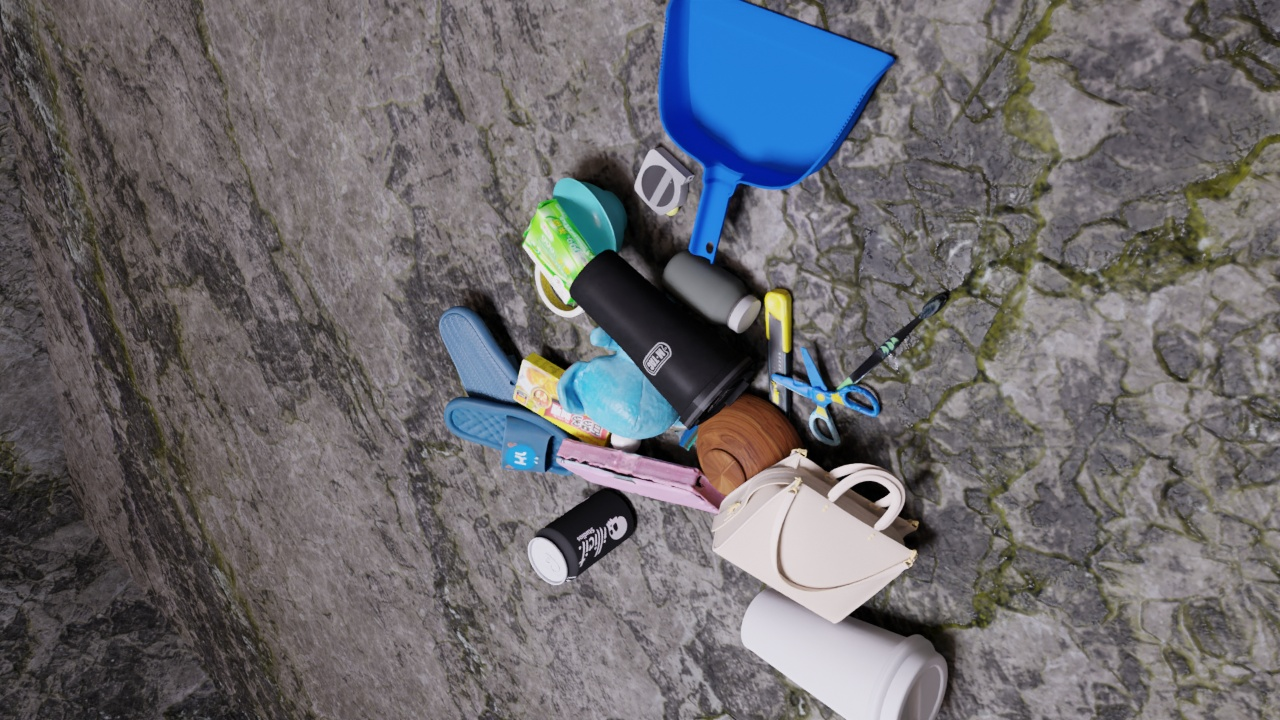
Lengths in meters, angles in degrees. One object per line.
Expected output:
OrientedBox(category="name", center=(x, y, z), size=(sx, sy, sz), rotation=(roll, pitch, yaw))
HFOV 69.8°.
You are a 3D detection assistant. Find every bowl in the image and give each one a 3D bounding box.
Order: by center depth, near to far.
OrientedBox(category="bowl", center=(0.116, 0.118, 1.079), size=(0.147, 0.068, 0.147), rotation=(25, 131, 34))
OrientedBox(category="bowl", center=(-0.051, -0.171, 1.104), size=(0.121, 0.046, 0.121), rotation=(40, 148, 31))

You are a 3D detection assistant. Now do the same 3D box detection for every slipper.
OrientedBox(category="slipper", center=(-0.187, 0.112, 1.323), size=(0.214, 0.059, 0.104), rotation=(20, 131, 5))
OrientedBox(category="slipper", center=(-0.216, 0.011, 1.340), size=(0.104, 0.059, 0.214), rotation=(-14, 112, 34))

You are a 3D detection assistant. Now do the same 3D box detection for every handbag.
OrientedBox(category="handbag", center=(0.207, 0.176, 0.991), size=(0.194, 0.101, 0.198), rotation=(32, 129, -12))

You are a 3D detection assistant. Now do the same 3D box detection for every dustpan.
OrientedBox(category="dustpan", center=(0.104, -0.221, 0.949), size=(0.246, 0.059, 0.258), rotation=(32, 129, 26))

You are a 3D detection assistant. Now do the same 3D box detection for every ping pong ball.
OrientedBox(category="ping pong ball", center=(-0.019, 0.105, 1.222), size=(0.040, 0.040, 0.040), rotation=(19, 121, 34))

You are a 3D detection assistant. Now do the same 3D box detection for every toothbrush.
OrientedBox(category="toothbrush", center=(0.251, -0.009, 0.950), size=(0.014, 0.017, 0.189), rotation=(48, 135, 10))

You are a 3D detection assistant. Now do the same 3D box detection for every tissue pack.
OrientedBox(category="tissue pack", center=(-0.100, -0.133, 1.137), size=(0.114, 0.034, 0.100), rotation=(53, 151, 6))

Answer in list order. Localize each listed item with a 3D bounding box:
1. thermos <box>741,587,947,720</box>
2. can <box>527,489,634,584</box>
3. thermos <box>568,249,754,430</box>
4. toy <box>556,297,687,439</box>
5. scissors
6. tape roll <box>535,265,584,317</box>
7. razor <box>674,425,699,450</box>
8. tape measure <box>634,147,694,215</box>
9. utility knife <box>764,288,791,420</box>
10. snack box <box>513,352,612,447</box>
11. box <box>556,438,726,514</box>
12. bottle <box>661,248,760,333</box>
OrientedBox(category="thermos", center=(0.229, 0.347, 1.071), size=(0.222, 0.131, 0.132), rotation=(18, 121, 43))
OrientedBox(category="can", center=(-0.079, 0.242, 1.265), size=(0.080, 0.145, 0.080), rotation=(19, 121, 34))
OrientedBox(category="thermos", center=(0.021, -0.027, 1.029), size=(0.218, 0.105, 0.106), rotation=(44, 133, 9))
OrientedBox(category="toy", center=(-0.007, 0.007, 1.121), size=(0.115, 0.183, 0.181), rotation=(-137, 57, -77))
OrientedBox(category="scissors", center=(0.201, 0.045, 1.013), size=(0.125, 0.016, 0.125), rotation=(24, 127, 23))
OrientedBox(category="tape roll", center=(-0.099, -0.104, 1.208), size=(0.094, 0.019, 0.094), rotation=(18, 121, 34))
OrientedBox(category="razor", center=(0.023, 0.058, 1.180), size=(0.141, 0.018, 0.044), rotation=(38, 95, 25))
OrientedBox(category="tape measure", center=(0.027, -0.203, 1.051), size=(0.064, 0.016, 0.065), rotation=(46, 133, 16))
OrientedBox(category="utility knife", center=(0.158, 0.014, 1.041), size=(0.029, 0.020, 0.198), rotation=(14, 120, 38))
OrientedBox(category="snack box", center=(-0.101, 0.057, 1.261), size=(0.152, 0.025, 0.075), rotation=(29, 127, 14))
OrientedBox(category="box", center=(-0.002, 0.155, 1.205), size=(0.233, 0.041, 0.098), rotation=(9, 154, 37))
OrientedBox(category="bottle", center=(0.080, -0.077, 1.035), size=(0.108, 0.060, 0.060), rotation=(36, 130, 23))
